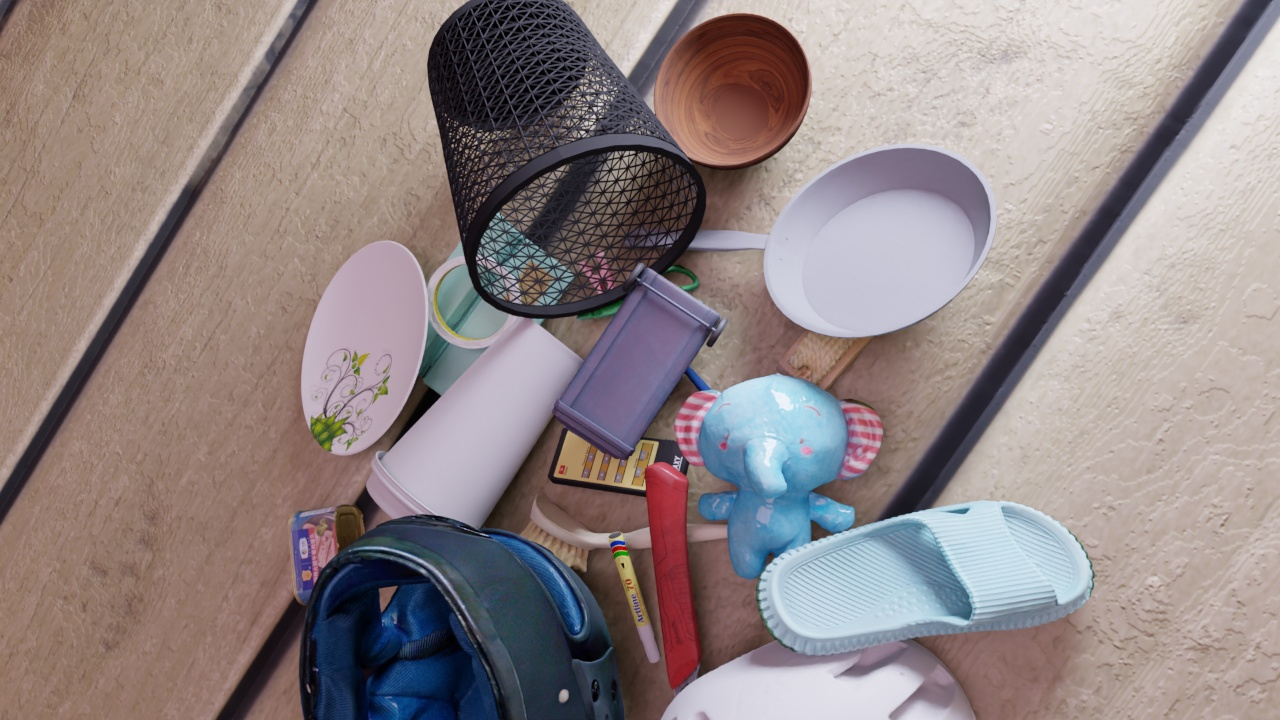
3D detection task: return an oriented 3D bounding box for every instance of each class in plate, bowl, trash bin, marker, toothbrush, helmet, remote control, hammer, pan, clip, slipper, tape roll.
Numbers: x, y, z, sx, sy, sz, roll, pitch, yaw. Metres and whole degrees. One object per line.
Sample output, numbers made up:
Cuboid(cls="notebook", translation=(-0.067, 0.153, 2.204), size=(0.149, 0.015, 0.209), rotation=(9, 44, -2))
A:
Cuboid(cls="plate", translation=(-0.283, -0.012, 0.967), size=(0.230, 0.030, 0.229), rotation=(-14, 69, 39))
Cuboid(cls="bowl", translation=(0.092, -0.245, 0.873), size=(0.147, 0.068, 0.147), rotation=(-2, 83, 17))
Cuboid(cls="trash bin", translation=(-0.005, 0.005, 0.835), size=(0.094, 0.092, 0.161), rotation=(33, 93, 0))
Cuboid(cls="marker", translation=(-0.005, 0.220, 0.848), size=(0.014, 0.014, 0.132), rotation=(-12, 105, 16))
Cuboid(cls="toothbrush", translation=(0.047, 0.006, 0.885), size=(0.017, 0.016, 0.190), rotation=(-41, 73, 2))
Cuboid(cls="helmet", translation=(-0.139, 0.264, 0.788), size=(0.249, 0.235, 0.316), rotation=(-4, 100, 22))
Cuboid(cls="remote control", translation=(-0.020, 0.099, 0.884), size=(0.133, 0.013, 0.058), rotation=(5, 60, 19))
Cuboid(cls="hammer", translation=(0.034, 0.249, 0.822), size=(0.126, 0.036, 0.315), rotation=(-8, 91, 18))
Cuboid(cls="pan", translation=(0.140, -0.105, 0.839), size=(0.357, 0.051, 0.200), rotation=(3, 63, 35))
Cuboid(cls="clip", translation=(-0.044, -0.081, 0.923), size=(0.044, 0.023, 0.060), rotation=(-10, 78, 21))
Cuboid(cls="trash bin", translation=(-0.087, -0.201, 0.850), size=(0.217, 0.217, 0.243), rotation=(-31, 61, 12))
Cuboid(cls="helmet", translation=(0.151, 0.342, 0.736), size=(0.282, 0.184, 0.224), rotation=(-13, 91, -16))
Cuboid(cls="slipper", translation=(0.229, 0.167, 0.731), size=(0.276, 0.070, 0.115), rotation=(-10, 53, -6))
Cuboid(cls="tape roll", translation=(-0.168, -0.059, 0.920), size=(0.094, 0.019, 0.094), rotation=(0, 98, 1))

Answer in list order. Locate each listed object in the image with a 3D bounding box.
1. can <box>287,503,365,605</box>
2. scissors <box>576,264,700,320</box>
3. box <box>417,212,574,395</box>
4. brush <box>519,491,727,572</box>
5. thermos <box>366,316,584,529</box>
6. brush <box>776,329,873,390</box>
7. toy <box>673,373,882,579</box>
Cuboid(cls="can", translation=(-0.327, 0.202, 0.964), size=(0.059, 0.054, 0.099), rotation=(-13, 80, 15))
Cuboid(cls="scissors", translation=(-0.001, -0.049, 0.893), size=(0.130, 0.014, 0.071), rotation=(-15, 72, 0))
Cuboid(cls="box", translation=(-0.170, -0.052, 0.951), size=(0.138, 0.057, 0.187), rotation=(39, 97, 25))
Cuboid(cls="brush", translation=(0.017, 0.161, 0.860), size=(0.272, 0.062, 0.077), rotation=(-2, 98, 14))
Cuboid(cls="thermos", translation=(-0.152, 0.065, 0.893), size=(0.131, 0.131, 0.222), rotation=(37, 88, 19))
Cuboid(cls="brush", translation=(0.178, -0.023, 0.832), size=(0.049, 0.039, 0.117), rotation=(41, 90, 19))
Cuboid(cls="toy", translation=(0.111, 0.099, 0.790), size=(0.183, 0.115, 0.180), rotation=(4, 78, 16))
